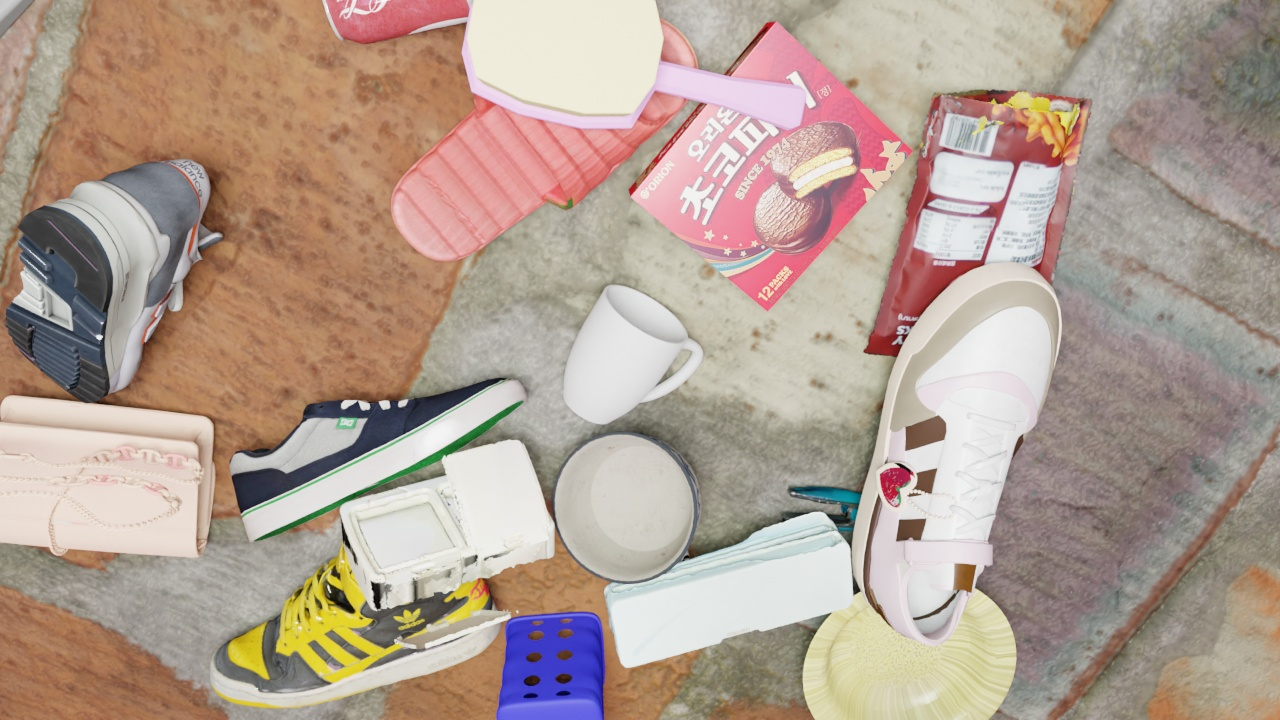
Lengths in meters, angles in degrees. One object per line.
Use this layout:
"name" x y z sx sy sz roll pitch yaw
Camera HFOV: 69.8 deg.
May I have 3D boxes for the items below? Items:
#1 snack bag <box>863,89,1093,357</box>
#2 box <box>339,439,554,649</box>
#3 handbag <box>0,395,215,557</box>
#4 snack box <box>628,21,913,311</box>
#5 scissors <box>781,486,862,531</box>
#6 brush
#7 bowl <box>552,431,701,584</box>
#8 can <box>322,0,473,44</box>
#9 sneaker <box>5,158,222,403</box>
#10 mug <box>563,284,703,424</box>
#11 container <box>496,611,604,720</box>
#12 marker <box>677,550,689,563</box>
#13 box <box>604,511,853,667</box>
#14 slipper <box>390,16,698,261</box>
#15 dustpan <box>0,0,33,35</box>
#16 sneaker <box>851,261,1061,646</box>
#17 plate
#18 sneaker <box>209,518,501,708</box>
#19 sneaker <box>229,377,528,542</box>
"snack bag" 0.251 -0.089 0.675 0.139 0.066 0.208 1 115 -4
"box" -0.121 0.129 0.645 0.143 0.182 0.081 -14 125 -28
"handbag" -0.412 0.112 0.641 0.198 0.187 0.117 8 108 -13
"snack box" 0.091 -0.137 0.663 0.132 0.035 0.152 38 103 -14
"scissors" 0.191 0.122 0.766 0.130 0.019 0.135 -34 109 8
"brush" 0.001 -0.189 0.590 0.228 0.043 0.089 11 93 -8
"bowl" -0.005 0.111 0.719 0.116 0.059 0.115 0 91 18
"can" -0.156 -0.243 0.604 0.096 0.054 0.054 -12 109 1
"sneaker" -0.352 -0.059 0.635 0.089 0.124 0.241 43 141 -10
"mug" -0.004 0.004 0.698 0.107 0.071 0.090 15 119 -37
"container" -0.071 0.277 0.755 0.084 0.113 0.085 -4 109 -2
"marker" 0.033 0.184 0.776 0.025 0.025 0.126 -13 109 1
"box" 0.071 0.184 0.732 0.199 0.072 0.086 -14 145 -8
"slipper" -0.072 -0.153 0.638 0.249 0.059 0.103 -33 108 9
"dustpan" -0.517 -0.250 0.598 0.257 0.033 0.163 -42 106 2
"sneaker" 0.234 0.076 0.665 0.111 0.116 0.294 15 106 -7
"plate" 0.231 0.261 0.806 0.184 0.036 0.184 -1 108 -2
"sneaker" -0.240 0.193 0.731 0.238 0.086 0.122 -12 115 -3
"sneaker" -0.202 0.054 0.696 0.235 0.084 0.079 -25 85 2
